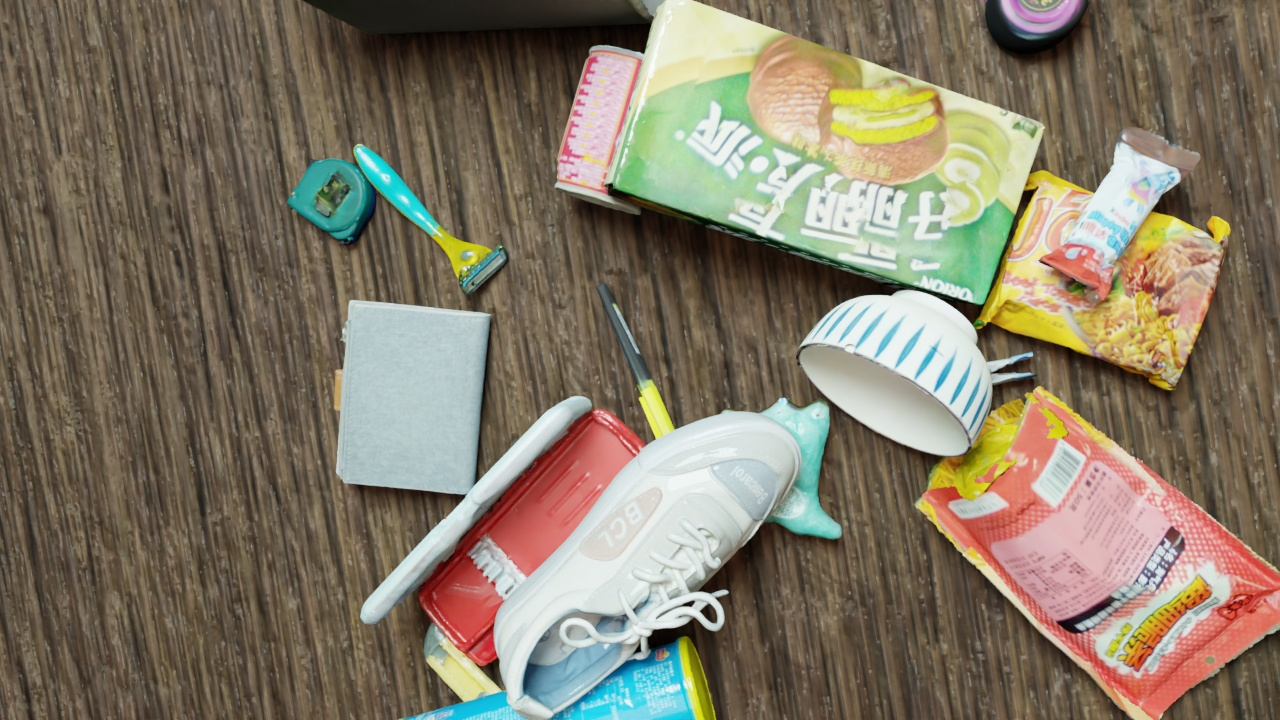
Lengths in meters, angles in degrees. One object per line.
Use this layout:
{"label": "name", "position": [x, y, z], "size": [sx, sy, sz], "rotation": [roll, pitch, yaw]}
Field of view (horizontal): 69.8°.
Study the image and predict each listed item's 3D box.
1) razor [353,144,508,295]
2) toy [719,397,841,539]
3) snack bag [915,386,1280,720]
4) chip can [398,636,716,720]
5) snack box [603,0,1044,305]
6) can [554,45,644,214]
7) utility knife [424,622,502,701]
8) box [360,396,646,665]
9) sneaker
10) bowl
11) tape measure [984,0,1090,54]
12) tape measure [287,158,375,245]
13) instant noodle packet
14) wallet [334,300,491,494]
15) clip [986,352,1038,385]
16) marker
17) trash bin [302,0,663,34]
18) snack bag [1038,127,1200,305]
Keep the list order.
{"label": "razor", "position": [-0.155, -0.104, 0.651], "size": [0.132, 0.028, 0.043], "rotation": [43, 76, 3]}
{"label": "toy", "position": [0.095, 0.066, 0.614], "size": [0.096, 0.030, 0.092], "rotation": [13, 90, 17]}
{"label": "snack bag", "position": [0.284, 0.120, 0.566], "size": [0.208, 0.073, 0.129], "rotation": [40, 103, 1]}
{"label": "chip can", "position": [-0.058, 0.249, 0.618], "size": [0.210, 0.071, 0.071], "rotation": [-18, 89, 6]}
{"label": "snack box", "position": [0.107, -0.121, 0.554], "size": [0.240, 0.063, 0.114], "rotation": [17, 95, -8]}
{"label": "can", "position": [-0.015, -0.149, 0.603], "size": [0.066, 0.066, 0.094], "rotation": [18, 95, 9]}
{"label": "utility knife", "position": [-0.092, 0.262, 0.666], "size": [0.182, 0.019, 0.031], "rotation": [41, 103, 2]}
{"label": "box", "position": [-0.081, 0.120, 0.612], "size": [0.094, 0.100, 0.201], "rotation": [44, 100, 7]}
{"label": "sneaker", "position": [0.003, 0.128, 0.563], "size": [0.242, 0.090, 0.089], "rotation": [-43, 111, 8]}
{"label": "bowl", "position": [0.162, 0.000, 0.559], "size": [0.116, 0.116, 0.066], "rotation": [33, 78, 7]}
{"label": "tape measure", "position": [0.243, -0.220, 0.567], "size": [0.058, 0.039, 0.057], "rotation": [-45, 84, 4]}
{"label": "tape measure", "position": [-0.222, -0.119, 0.665], "size": [0.058, 0.025, 0.054], "rotation": [34, 99, 7]}
{"label": "instant noodle packet", "position": [0.282, -0.052, 0.565], "size": [0.128, 0.044, 0.111], "rotation": [20, 92, 9]}
{"label": "wallet", "position": [-0.165, 0.026, 0.656], "size": [0.106, 0.037, 0.130], "rotation": [6, 95, 0]}
{"label": "clip", "position": [0.224, 0.009, 0.588], "size": [0.058, 0.026, 0.037], "rotation": [-12, 83, 16]}
{"label": "marker", "position": [-0.004, 0.004, 0.633], "size": [0.015, 0.018, 0.124], "rotation": [-24, 87, 5]}
{"label": "trash bin", "position": [-0.106, -0.304, 0.557], "size": [0.220, 0.198, 0.199], "rotation": [-1, 92, 16]}
{"label": "snack bag", "position": [0.276, -0.085, 0.533], "size": [0.045, 0.026, 0.105], "rotation": [33, 90, 19]}
